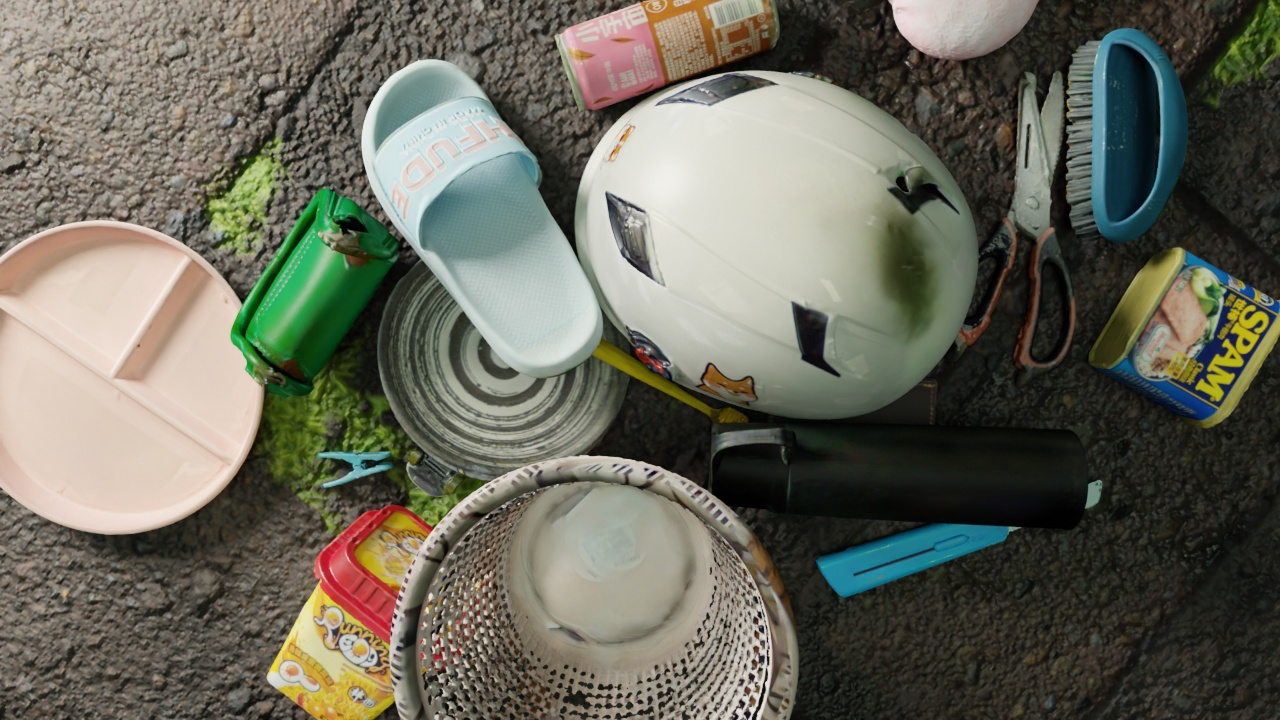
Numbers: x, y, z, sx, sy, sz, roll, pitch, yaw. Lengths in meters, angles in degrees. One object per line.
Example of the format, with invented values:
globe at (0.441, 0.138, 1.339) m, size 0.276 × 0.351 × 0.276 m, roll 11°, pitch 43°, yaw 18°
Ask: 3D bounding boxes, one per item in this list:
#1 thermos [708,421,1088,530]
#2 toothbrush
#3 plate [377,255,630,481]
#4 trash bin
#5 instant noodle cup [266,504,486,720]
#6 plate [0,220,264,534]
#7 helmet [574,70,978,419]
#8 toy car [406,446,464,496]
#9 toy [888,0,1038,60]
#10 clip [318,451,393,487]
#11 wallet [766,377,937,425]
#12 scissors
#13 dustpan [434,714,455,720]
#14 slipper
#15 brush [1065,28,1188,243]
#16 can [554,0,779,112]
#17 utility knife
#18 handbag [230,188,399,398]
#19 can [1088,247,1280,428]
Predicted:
thermos at (0.168, 0.073, 0.617) m, size 0.242 × 0.090 × 0.068 m, roll 2°, pitch 69°, yaw 3°
toothbrush at (-0.004, 0.004, 0.654) m, size 0.190 × 0.017 × 0.015 m, roll 30°, pitch 70°, yaw -9°
plate at (-0.095, -0.002, 0.651) m, size 0.179 × 0.024 × 0.179 m, roll 4°, pitch 77°, yaw -16°
trash bin at (-0.024, 0.159, 0.594) m, size 0.227 × 0.192 × 0.227 m, roll 0°, pitch 94°, yaw 2°
instant noodle cup at (-0.188, 0.187, 0.649) m, size 0.116 × 0.116 × 0.124 m, roll 39°, pitch 106°, yaw -2°
plate at (-0.387, 0.013, 0.677) m, size 0.229 × 0.028 × 0.229 m, roll 0°, pitch 95°, yaw 0°
helmet at (0.093, -0.077, 0.580) m, size 0.274 × 0.157 × 0.230 m, roll 32°, pitch 88°, yaw -5°
toy car at (-0.131, 0.058, 0.669) m, size 0.042 × 0.035 × 0.090 m, roll 40°, pitch 92°, yaw 0°
toy at (0.240, -0.277, 0.628) m, size 0.159 × 0.054 × 0.121 m, roll -22°, pitch 94°, yaw -2°
clip at (-0.212, 0.079, 0.684) m, size 0.055 × 0.013 × 0.038 m, roll -7°, pitch 94°, yaw 4°
wallet at (0.152, 0.055, 0.671) m, size 0.122 × 0.020 × 0.096 m, roll 5°, pitch 91°, yaw 2°
scissors at (0.266, -0.094, 0.659) m, size 0.204 × 0.015 × 0.202 m, roll -36°, pitch 92°, yaw 4°
dustpan at (-0.173, 0.352, 0.607) m, size 0.257 × 0.142 × 0.223 m, roll -14°, pitch 123°, yaw -5°
slipper at (-0.107, -0.100, 0.612) m, size 0.104 × 0.074 × 0.245 m, roll -29°, pitch 78°, yaw -14°
brush at (0.331, -0.152, 0.622) m, size 0.055 × 0.074 × 0.144 m, roll -4°, pitch 96°, yaw -25°
can at (0.019, -0.222, 0.635) m, size 0.147 × 0.058 × 0.058 m, roll -18°, pitch 93°, yaw 3°
utility knife at (0.237, 0.128, 0.675) m, size 0.216 × 0.018 × 0.034 m, roll -19°, pitch 93°, yaw 1°
handbag at (-0.221, -0.046, 0.620) m, size 0.068 × 0.120 × 0.131 m, roll 34°, pitch 92°, yaw -21°
can at (0.380, -0.017, 0.642) m, size 0.083 × 0.057 × 0.102 m, roll 29°, pitch 94°, yaw 1°
